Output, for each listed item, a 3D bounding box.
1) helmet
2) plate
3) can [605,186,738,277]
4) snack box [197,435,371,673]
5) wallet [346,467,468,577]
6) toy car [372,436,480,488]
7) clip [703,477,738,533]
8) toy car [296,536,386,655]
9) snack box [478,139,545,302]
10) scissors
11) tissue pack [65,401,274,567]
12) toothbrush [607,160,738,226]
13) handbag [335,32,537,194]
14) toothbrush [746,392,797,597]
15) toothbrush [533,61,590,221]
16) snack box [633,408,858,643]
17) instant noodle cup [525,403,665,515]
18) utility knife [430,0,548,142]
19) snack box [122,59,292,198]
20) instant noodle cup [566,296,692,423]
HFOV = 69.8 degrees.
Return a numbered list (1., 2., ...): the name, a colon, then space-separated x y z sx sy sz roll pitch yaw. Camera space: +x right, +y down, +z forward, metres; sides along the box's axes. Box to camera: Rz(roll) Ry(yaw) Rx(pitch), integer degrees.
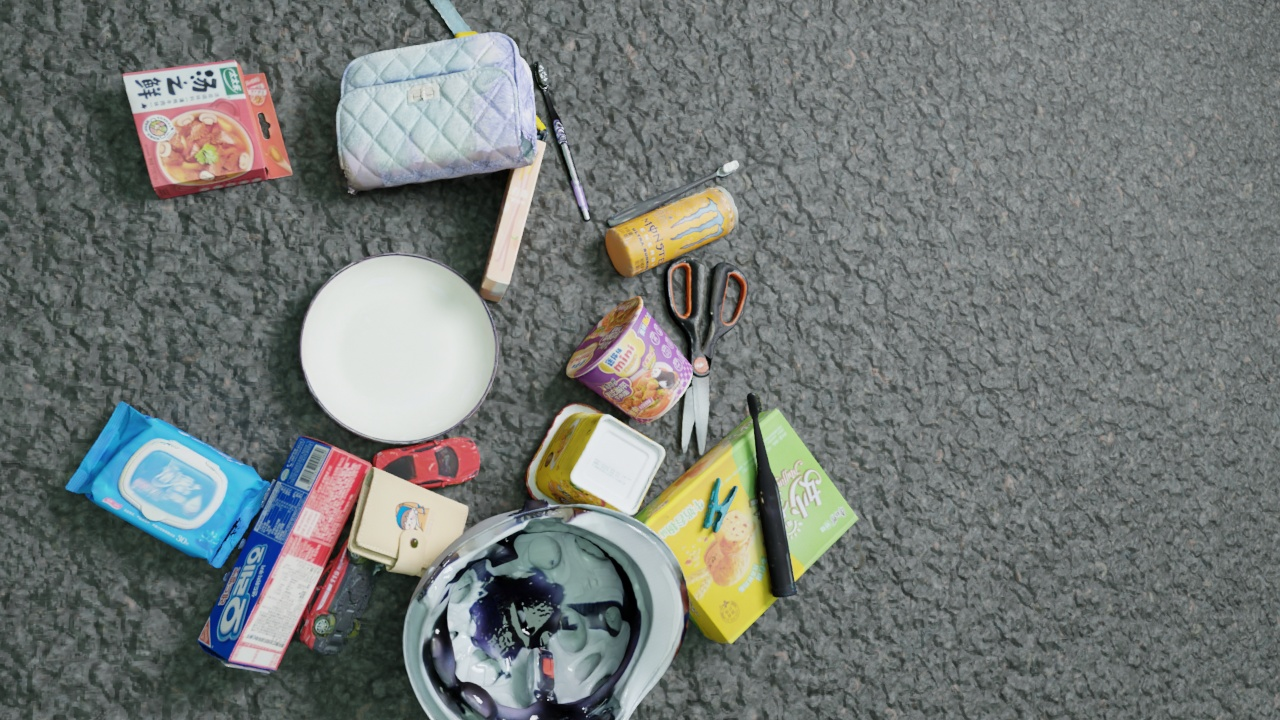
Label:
1. helmet: -0.097 0.244 0.875 0.258 0.146 0.229 -24 97 -19
2. plate: -0.241 -0.011 0.922 0.192 0.039 0.192 3 81 -18
3. can: 0.035 -0.145 1.025 0.145 0.058 0.058 -26 91 -20
4. snack box: -0.327 0.176 0.846 0.058 0.057 0.207 42 65 -52
5. wallet: -0.221 0.162 0.880 0.115 0.024 0.087 34 56 -40
6. toy car: -0.213 0.105 0.920 0.106 0.031 0.049 -8 86 -22
7. clip: 0.080 0.150 0.946 0.040 0.014 0.056 27 72 -11
8. toy car: -0.281 0.216 0.868 0.045 0.053 0.120 20 75 23
9. snack box: -0.135 -0.145 0.954 0.026 0.085 0.157 15 77 -13
10. scissors: 0.082 -0.007 1.040 0.162 0.022 0.234 -17 87 -21
11. tissue pack: -0.426 0.113 0.834 0.157 0.052 0.094 33 73 -12
12. toothbrush: 0.039 -0.193 1.057 0.180 0.018 0.015 -28 94 -19
13. handbag: -0.204 -0.244 0.909 0.194 0.075 0.134 -7 81 11
14. toothbrush: 0.134 0.138 0.960 0.027 0.026 0.212 1 78 -53
15. toothbrush: -0.086 -0.245 1.023 0.014 0.017 0.189 -18 90 -20
16. snack box: 0.110 0.176 0.997 0.209 0.070 0.157 -39 95 -19
17. instant noodle cup: -0.041 0.108 0.928 0.116 0.124 0.116 32 74 -12
18. utility knife: -0.167 -0.319 1.005 0.033 0.015 0.207 -38 95 -22
19. snack box: -0.418 -0.227 0.892 0.127 0.044 0.113 -16 87 -20
20. instant noodle cup: -0.006 0.006 0.968 0.099 0.112 0.111 43 71 -15
